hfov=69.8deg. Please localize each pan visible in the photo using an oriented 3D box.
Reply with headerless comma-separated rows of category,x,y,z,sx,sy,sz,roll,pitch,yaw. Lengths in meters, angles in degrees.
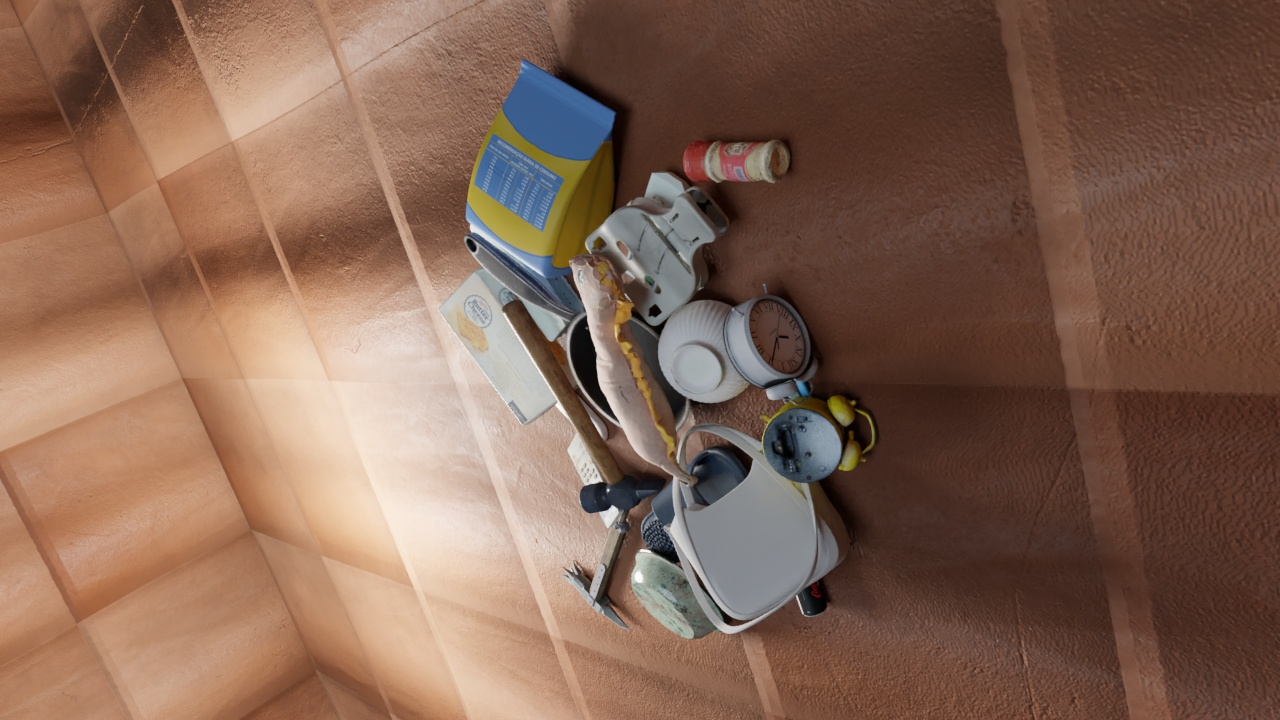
pan,-0.076,-0.043,1.138,0.357,0.055,0.188,44,140,5

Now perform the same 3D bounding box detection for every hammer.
hammer,-0.037,0.276,1.357,0.147,0.028,0.318,41,138,24
hammer,-0.086,0.061,1.182,0.130,0.040,0.322,-16,113,35

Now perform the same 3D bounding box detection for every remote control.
remote control,-0.096,0.066,1.301,0.136,0.013,0.043,45,139,18
remote control,0.022,-0.147,1.031,0.049,0.024,0.144,38,136,20
remote control,-0.065,0.170,1.307,0.135,0.011,0.050,60,144,25

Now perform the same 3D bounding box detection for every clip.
clip,0.031,-0.128,0.987,0.153,0.096,0.126,-39,96,27

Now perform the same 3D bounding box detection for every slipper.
slipper,0.055,0.206,1.170,0.101,0.082,0.264,48,141,11

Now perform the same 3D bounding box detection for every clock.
clock,0.137,-0.011,0.937,0.035,0.094,0.122,-29,96,48
clock,0.185,0.080,0.959,0.119,0.057,0.083,-8,104,23

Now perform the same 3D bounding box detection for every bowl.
bowl,0.069,-0.002,1.008,0.118,0.062,0.118,9,115,19
bowl,0.043,0.328,1.256,0.157,0.038,0.158,34,152,21

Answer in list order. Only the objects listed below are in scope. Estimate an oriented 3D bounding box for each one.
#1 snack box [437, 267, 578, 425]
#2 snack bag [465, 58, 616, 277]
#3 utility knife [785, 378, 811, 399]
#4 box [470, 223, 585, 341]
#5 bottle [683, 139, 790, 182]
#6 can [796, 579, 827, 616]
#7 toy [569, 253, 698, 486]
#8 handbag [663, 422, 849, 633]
snack box,-0.178,-0.023,1.267,0.104,0.057,0.208,-37,90,38
snack bag,-0.109,-0.225,1.075,0.159,0.102,0.206,37,126,27
utility knife,0.158,0.014,0.992,0.031,0.015,0.178,-25,92,40
box,-0.154,-0.120,1.224,0.083,0.066,0.199,-40,83,33
bottle,0.094,-0.197,0.908,0.109,0.044,0.044,11,121,43
can,0.195,0.262,1.091,0.032,0.031,0.080,-9,106,50
toy,-0.006,0.006,1.017,0.196,0.065,0.265,42,153,37
handbag,0.105,0.177,1.050,0.216,0.095,0.222,-41,74,22
